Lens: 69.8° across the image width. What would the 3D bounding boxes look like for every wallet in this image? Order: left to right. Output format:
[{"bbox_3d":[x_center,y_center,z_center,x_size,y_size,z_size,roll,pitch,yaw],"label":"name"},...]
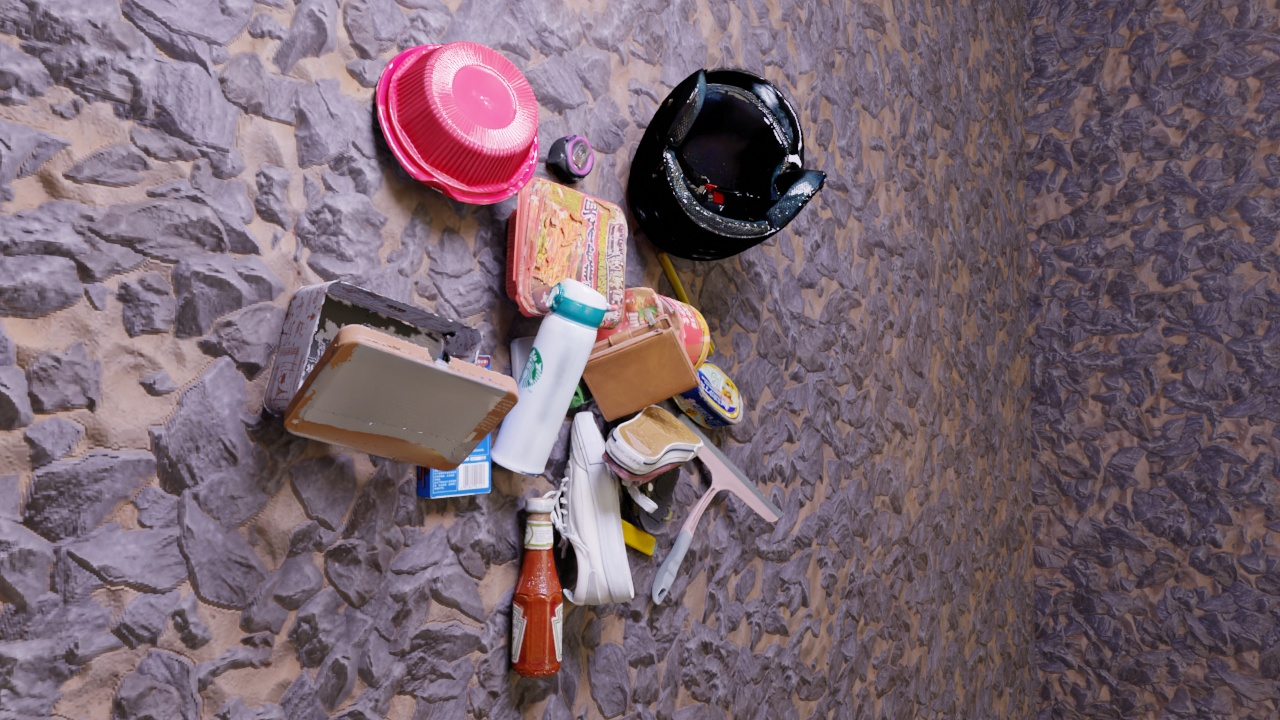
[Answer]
[{"bbox_3d":[-0.007,0.007,1.134,0.035,0.131,0.119,-86,153,-65],"label":"wallet"}]

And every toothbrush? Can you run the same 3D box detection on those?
[{"bbox_3d":[-0.023,0.162,1.256,0.014,0.017,0.189,-28,113,-36],"label":"toothbrush"},{"bbox_3d":[0.071,-0.085,1.376,0.190,0.016,0.016,62,41,-29],"label":"toothbrush"}]

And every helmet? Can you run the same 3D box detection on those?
[{"bbox_3d":[0.108,-0.267,1.262,0.233,0.231,0.273,38,55,-14],"label":"helmet"}]

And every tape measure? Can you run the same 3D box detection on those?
[{"bbox_3d":[-0.086,-0.258,1.168,0.057,0.039,0.057,44,56,-40],"label":"tape measure"}]

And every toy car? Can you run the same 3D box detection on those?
[{"bbox_3d":[-0.089,0.016,1.160,0.043,0.036,0.091,-41,115,-42],"label":"toy car"},{"bbox_3d":[0.021,0.166,1.281,0.070,0.042,0.157,43,49,-40],"label":"toy car"}]

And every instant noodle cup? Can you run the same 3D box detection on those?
[{"bbox_3d":[-0.181,-0.268,0.987,0.193,0.066,0.193,13,67,-34],"label":"instant noodle cup"},{"bbox_3d":[-0.098,-0.124,1.118,0.188,0.079,0.164,10,80,-51],"label":"instant noodle cup"},{"bbox_3d":[0.021,-0.025,1.229,0.108,0.138,0.138,-1,89,-60],"label":"instant noodle cup"}]

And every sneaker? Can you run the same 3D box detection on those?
[{"bbox_3d":[-0.073,0.186,1.148,0.089,0.091,0.242,69,10,-72],"label":"sneaker"},{"bbox_3d":[0.005,0.122,1.176,0.088,0.118,0.240,-53,166,16],"label":"sneaker"}]

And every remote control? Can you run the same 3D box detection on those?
[{"bbox_3d":[-0.129,0.039,1.115,0.055,0.020,0.136,-7,94,-41],"label":"remote control"}]

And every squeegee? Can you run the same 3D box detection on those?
[{"bbox_3d":[0.074,0.251,1.349,0.247,0.040,0.248,46,59,-21],"label":"squeegee"}]

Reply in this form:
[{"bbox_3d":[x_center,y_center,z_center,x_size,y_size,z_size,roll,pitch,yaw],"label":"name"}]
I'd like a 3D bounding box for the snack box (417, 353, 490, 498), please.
[{"bbox_3d":[-0.206,0.071,1.018,0.084,0.026,0.157,2,87,-50],"label":"snack box"}]

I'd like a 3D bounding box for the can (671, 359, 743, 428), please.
[{"bbox_3d":[0.099,0.050,1.369,0.148,0.049,0.074,41,48,-44],"label":"can"}]

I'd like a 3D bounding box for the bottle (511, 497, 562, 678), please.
[{"bbox_3d":[-0.122,0.267,1.089,0.059,0.060,0.206,5,84,-51],"label":"bottle"}]

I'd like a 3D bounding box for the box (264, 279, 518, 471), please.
[{"bbox_3d":[-0.226,0.016,0.853,0.182,0.181,0.153,21,73,-40],"label":"box"}]

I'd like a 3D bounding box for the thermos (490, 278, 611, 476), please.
[{"bbox_3d":[-0.104,0.017,1.049,0.073,0.073,0.224,14,100,-50],"label":"thermos"}]

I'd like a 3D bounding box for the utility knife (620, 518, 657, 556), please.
[{"bbox_3d":[-0.024,0.234,1.244,0.164,0.015,0.033,38,80,-43],"label":"utility knife"}]
